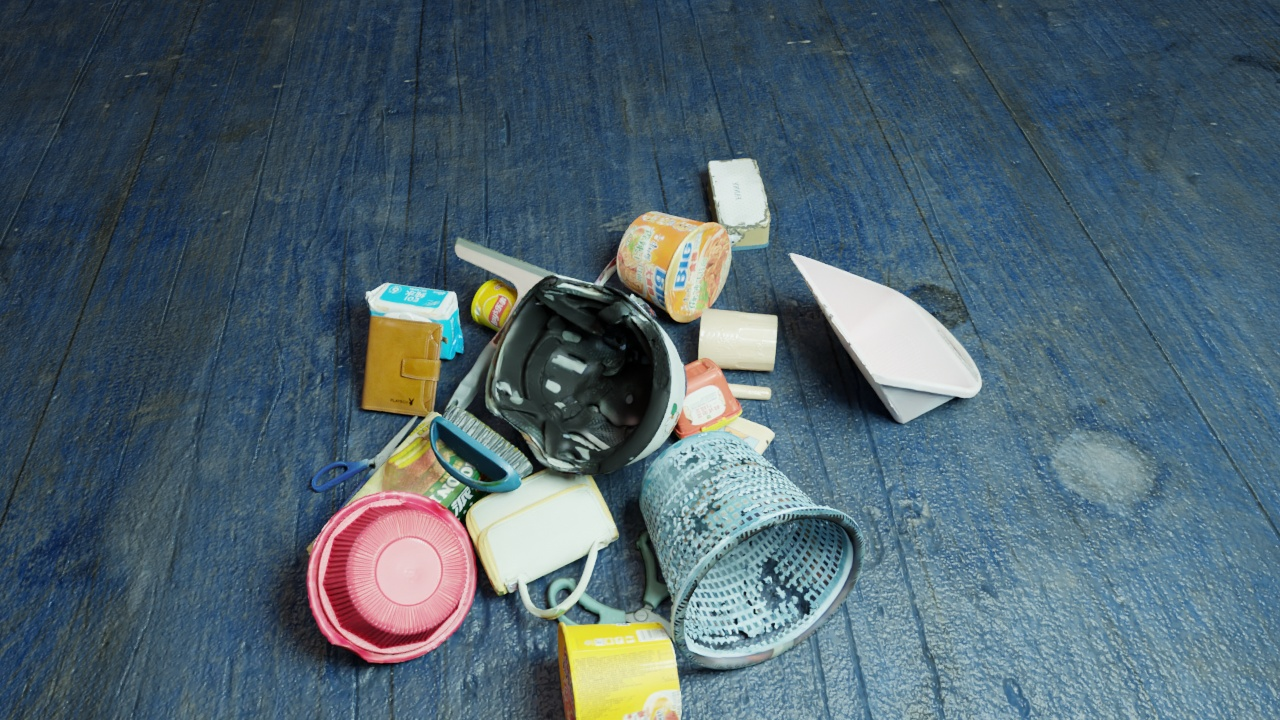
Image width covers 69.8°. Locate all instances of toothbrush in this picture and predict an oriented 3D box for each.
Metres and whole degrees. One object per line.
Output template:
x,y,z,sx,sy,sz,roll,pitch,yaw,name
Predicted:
-0.074,-0.109,1.392,0.016,0.017,0.187,24,57,21,toothbrush

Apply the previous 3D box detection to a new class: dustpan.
0.333,-0.043,1.189,0.139,0.273,0.222,-33,54,9,dustpan

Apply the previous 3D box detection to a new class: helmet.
-0.049,0.026,1.140,0.274,0.156,0.230,26,94,30,helmet

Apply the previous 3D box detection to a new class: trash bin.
0.101,0.192,1.022,0.226,0.227,0.195,-20,39,-13,trash bin

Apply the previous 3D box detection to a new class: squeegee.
-0.198,-0.024,1.244,0.248,0.040,0.249,22,66,11,squeegee

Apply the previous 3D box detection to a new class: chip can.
-0.140,-0.044,1.309,0.213,0.072,0.071,27,57,23,chip can

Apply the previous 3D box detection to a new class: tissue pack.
-0.322,-0.053,1.314,0.140,0.090,0.063,8,37,10,tissue pack

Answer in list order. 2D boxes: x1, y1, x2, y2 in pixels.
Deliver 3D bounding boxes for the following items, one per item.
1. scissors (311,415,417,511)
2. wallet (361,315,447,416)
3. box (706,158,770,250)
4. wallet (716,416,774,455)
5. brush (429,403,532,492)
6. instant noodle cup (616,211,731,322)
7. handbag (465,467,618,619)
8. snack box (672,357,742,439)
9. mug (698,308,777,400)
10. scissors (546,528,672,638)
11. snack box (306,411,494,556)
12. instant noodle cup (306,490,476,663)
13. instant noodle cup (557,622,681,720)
-0.356,0.136,1.208,0.157,0.012,0.165,3,53,9,scissors
-0.321,0.008,1.262,0.119,0.035,0.130,6,91,11,wallet
0.154,-0.257,1.475,0.090,0.059,0.184,-3,48,1,box
0.109,0.117,1.187,0.087,0.024,0.114,26,54,21,wallet
-0.202,0.114,1.110,0.144,0.055,0.073,31,58,20,brush
0.044,-0.144,1.337,0.111,0.151,0.151,27,57,33,instant noodle cup
-0.108,0.215,1.086,0.163,0.063,0.178,-23,47,-14,handbag
0.075,0.049,1.192,0.091,0.080,0.082,-25,24,-6,snack box
0.132,-0.008,1.261,0.103,0.084,0.124,4,75,6,mug
-0.014,0.263,1.078,0.170,0.019,0.179,18,53,20,scissors
-0.284,0.182,1.136,0.114,0.063,0.239,23,55,21,snack box
-0.266,0.237,1.021,0.193,0.066,0.193,9,72,-28,instant noodle cup
-0.023,0.334,0.951,0.109,0.138,0.137,-5,49,-12,instant noodle cup
